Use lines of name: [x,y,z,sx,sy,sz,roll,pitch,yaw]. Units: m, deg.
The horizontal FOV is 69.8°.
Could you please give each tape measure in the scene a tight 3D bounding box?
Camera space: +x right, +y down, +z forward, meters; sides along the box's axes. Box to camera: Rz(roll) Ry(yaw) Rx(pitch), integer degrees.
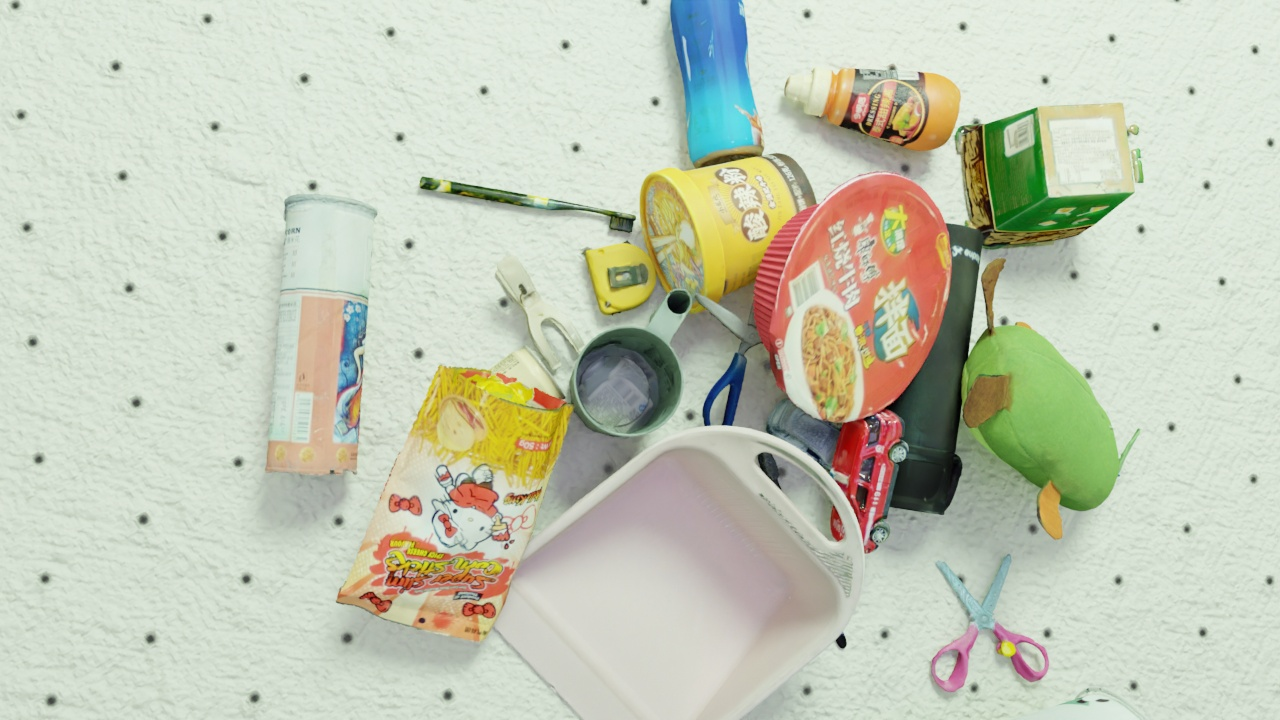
tape measure: [-0.015,-0.071,0.780,0.057,0.029,0.060,-14,87,-9]

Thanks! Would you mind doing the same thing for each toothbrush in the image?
toothbrush: [-0.096,-0.133,0.784,0.186,0.012,0.017,9,94,-6]
toothbrush: [0.139,0.159,0.784,0.014,0.017,0.189,-22,89,-9]

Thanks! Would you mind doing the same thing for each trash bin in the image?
trash bin: [0.264,0.387,0.681,0.252,0.229,0.229,-11,86,-3]

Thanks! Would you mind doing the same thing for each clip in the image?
clip: [-0.087,-0.041,0.763,0.034,0.070,0.100,-37,97,-8]

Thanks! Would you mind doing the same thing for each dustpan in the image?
dustpan: [0.028,0.179,0.706,0.222,0.139,0.273,44,80,-2]

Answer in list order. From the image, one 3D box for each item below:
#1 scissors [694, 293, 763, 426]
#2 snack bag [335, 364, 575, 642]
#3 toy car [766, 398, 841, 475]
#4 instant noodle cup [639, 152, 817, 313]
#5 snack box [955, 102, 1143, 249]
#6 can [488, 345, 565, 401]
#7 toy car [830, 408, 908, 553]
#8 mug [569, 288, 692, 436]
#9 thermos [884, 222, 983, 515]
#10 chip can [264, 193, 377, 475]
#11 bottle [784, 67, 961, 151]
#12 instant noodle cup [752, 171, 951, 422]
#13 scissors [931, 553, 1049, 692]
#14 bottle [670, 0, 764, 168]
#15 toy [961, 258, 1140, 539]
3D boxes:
scissors: [0.094,-0.011,0.753,0.162,0.012,0.176,5,115,-35]
snack bag: [-0.134,0.110,0.690,0.128,0.073,0.208,19,101,-22]
toy car: [0.152,0.067,0.786,0.090,0.034,0.043,33,79,-5]
instant noodle cup: [0.075,-0.111,0.755,0.114,0.119,0.118,-19,87,-17]
snack box: [0.354,-0.168,0.797,0.117,0.106,0.118,-5,84,-7]
can: [-0.122,0.044,0.740,0.116,0.058,0.058,-38,90,-9]
toy car: [0.181,0.098,0.754,0.045,0.053,0.120,6,96,-20]
mug: [-0.004,0.004,0.736,0.083,0.103,0.123,34,80,-3]
thermos: [0.252,0.010,0.794,0.089,0.069,0.242,12,84,-39]
chip can: [-0.252,-0.017,0.723,0.071,0.071,0.214,3,84,-7]
bottle: [0.201,-0.228,0.809,0.149,0.067,0.066,11,83,1]
instant noodle cup: [0.155,-0.052,0.715,0.193,0.066,0.194,-13,112,-33]
scissors: [0.295,0.233,0.798,0.133,0.017,0.133,-37,86,-7]
bottle: [0.061,-0.275,0.790,0.065,0.065,0.218,-7,86,-8]
toy: [0.324,0.044,0.750,0.246,0.090,0.226,42,47,-29]
